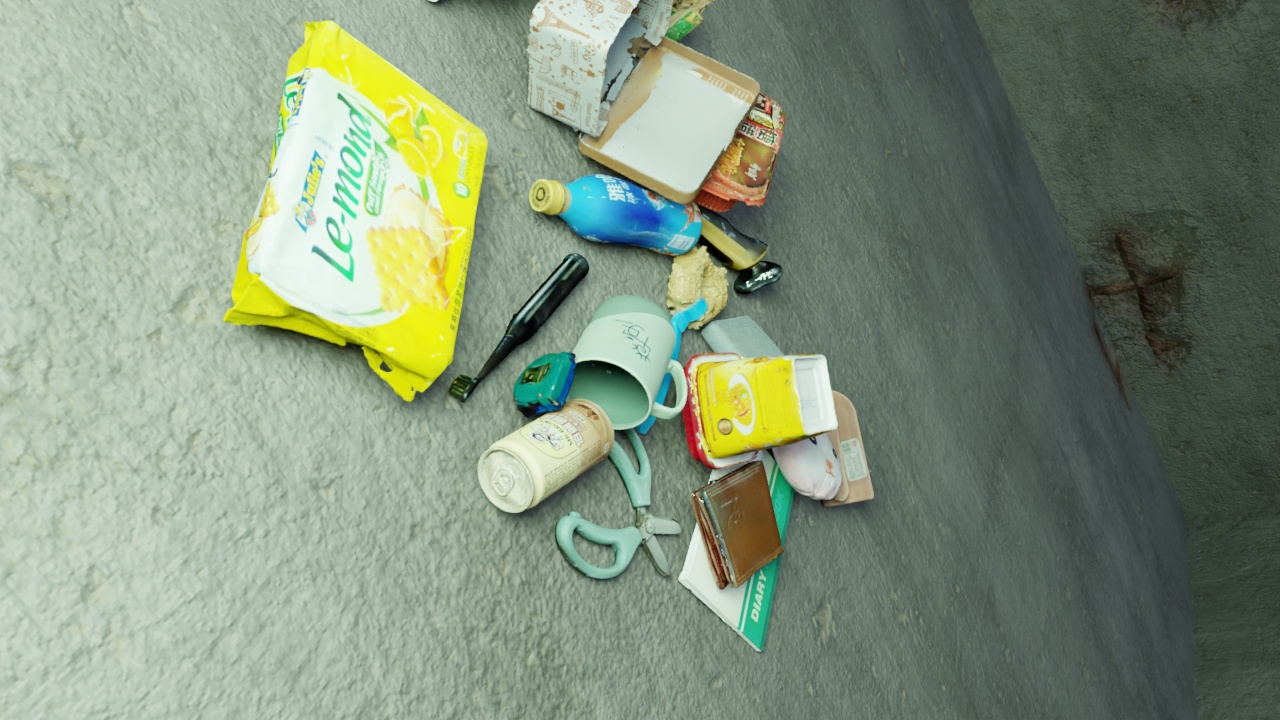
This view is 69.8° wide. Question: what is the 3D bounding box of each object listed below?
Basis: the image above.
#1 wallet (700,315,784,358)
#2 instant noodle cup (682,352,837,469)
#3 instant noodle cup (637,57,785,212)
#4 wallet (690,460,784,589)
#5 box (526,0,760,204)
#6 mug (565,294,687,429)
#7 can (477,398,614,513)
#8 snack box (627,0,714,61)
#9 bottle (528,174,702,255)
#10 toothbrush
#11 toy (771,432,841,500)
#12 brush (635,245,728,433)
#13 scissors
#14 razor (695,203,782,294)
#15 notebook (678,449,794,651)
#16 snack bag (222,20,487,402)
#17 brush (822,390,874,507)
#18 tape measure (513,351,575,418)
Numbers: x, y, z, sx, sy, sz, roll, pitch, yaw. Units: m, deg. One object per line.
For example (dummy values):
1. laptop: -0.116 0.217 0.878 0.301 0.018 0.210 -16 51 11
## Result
1. wallet: 0.134 0.009 1.041 0.129 0.037 0.106 53 31 16
2. instant noodle cup: 0.118 0.042 0.907 0.116 0.124 0.116 -3 83 -54
3. instant noodle cup: 0.068 -0.240 1.012 0.164 0.079 0.188 24 50 -6
4. wallet: 0.102 0.163 0.929 0.124 0.032 0.101 -16 90 -54
5. box: 0.013 -0.292 0.874 0.198 0.158 0.180 29 63 5
6. mug: -0.005 0.005 0.834 0.111 0.082 0.106 31 41 -6
7. can: -0.074 0.075 0.748 0.116 0.059 0.058 -30 99 -54
8. snack box: -0.001 -0.418 1.025 0.118 0.118 0.105 -4 66 -55
9. bottle: -0.023 -0.146 0.905 0.218 0.065 0.065 1 74 -51
10. toothbrush: -0.101 -0.031 0.789 0.027 0.026 0.212 31 44 4
11. toy: 0.185 0.089 1.068 0.121 0.054 0.159 30 34 -43
12. brush: 0.038 -0.025 0.949 0.083 0.046 0.253 57 39 -31
13. scissors: -0.024 0.136 0.822 0.180 0.019 0.170 -35 104 -54
14. razor: 0.096 -0.135 1.073 0.167 0.062 0.067 33 82 -34
15. notebook: 0.110 0.178 0.973 0.150 0.012 0.208 49 45 -32
16. snack bag: -0.198 -0.107 0.659 0.158 0.068 0.246 30 53 -43
17. brush: 0.247 0.106 1.148 0.073 0.063 0.145 20 58 -59
18. tape measure: -0.081 0.019 0.766 0.025 0.055 0.058 50 41 -31
